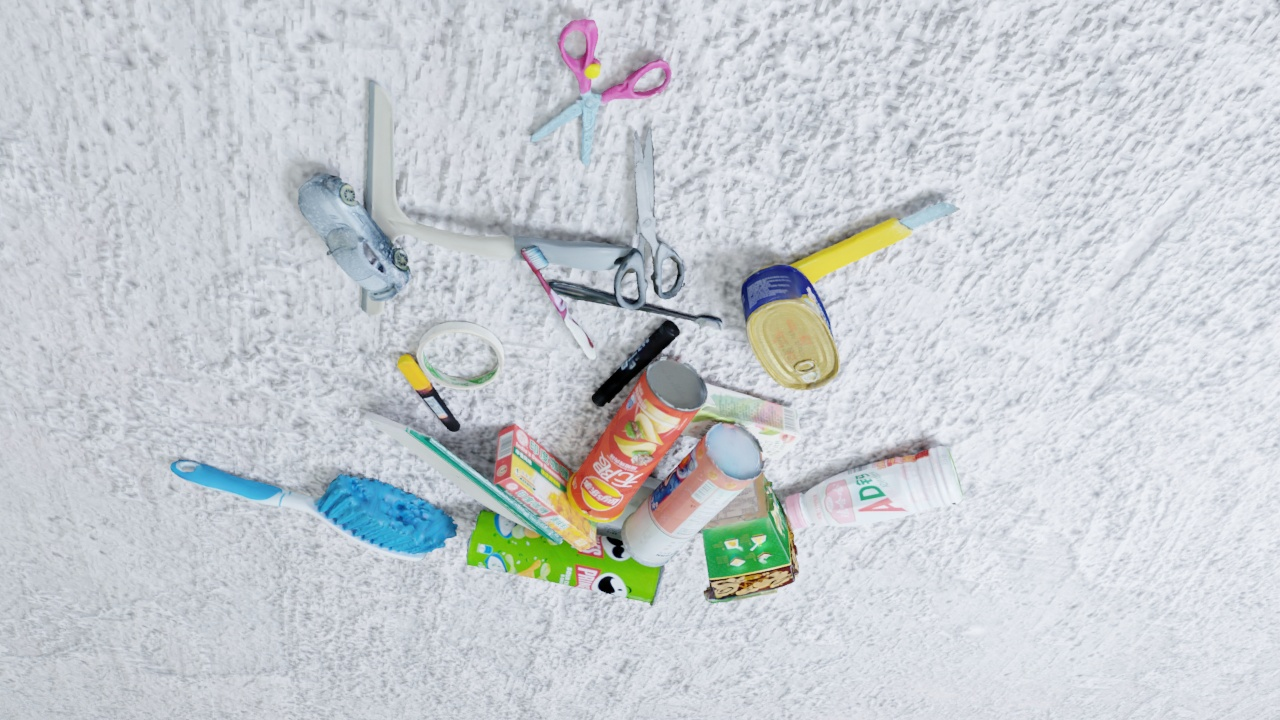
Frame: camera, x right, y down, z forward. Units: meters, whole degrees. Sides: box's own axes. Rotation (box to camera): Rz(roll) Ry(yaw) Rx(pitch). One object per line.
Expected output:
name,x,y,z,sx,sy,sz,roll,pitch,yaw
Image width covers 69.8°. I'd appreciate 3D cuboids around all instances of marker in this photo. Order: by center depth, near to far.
marker,-0.006,0.005,0.940,0.022,0.020,0.132,13,136,-37
marker,-0.222,0.037,0.968,0.018,0.015,0.124,-12,137,12

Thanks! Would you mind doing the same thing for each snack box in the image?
snack box,-0.104,0.145,1.035,0.027,0.076,0.156,-27,130,22
snack box,0.118,0.201,1.085,0.118,0.118,0.106,-14,121,11

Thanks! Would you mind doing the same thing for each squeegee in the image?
squeegee,-0.122,-0.104,0.813,0.246,0.039,0.247,9,134,-11

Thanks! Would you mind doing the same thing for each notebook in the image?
notebook,-0.190,0.126,0.996,0.151,0.012,0.209,12,153,49

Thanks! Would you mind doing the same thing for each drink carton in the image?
drink carton,0.106,0.064,0.982,0.122,0.045,0.054,17,141,-16

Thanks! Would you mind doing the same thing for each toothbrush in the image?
toothbrush,-0.070,-0.051,0.859,0.017,0.016,0.188,-22,146,5
toothbrush,-0.005,-0.051,0.887,0.181,0.018,0.016,13,136,-13

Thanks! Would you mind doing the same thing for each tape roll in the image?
tape roll,-0.181,-0.004,0.928,0.086,0.013,0.086,-1,135,-1

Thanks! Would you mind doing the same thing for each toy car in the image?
toy car,-0.249,-0.105,0.794,0.054,0.036,0.121,-10,124,37

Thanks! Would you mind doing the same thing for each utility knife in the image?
utility knife,0.194,-0.101,0.840,0.197,0.015,0.033,-24,139,23

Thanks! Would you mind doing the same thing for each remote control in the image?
remote control,-0.019,0.185,1.118,0.056,0.019,0.135,18,132,-18

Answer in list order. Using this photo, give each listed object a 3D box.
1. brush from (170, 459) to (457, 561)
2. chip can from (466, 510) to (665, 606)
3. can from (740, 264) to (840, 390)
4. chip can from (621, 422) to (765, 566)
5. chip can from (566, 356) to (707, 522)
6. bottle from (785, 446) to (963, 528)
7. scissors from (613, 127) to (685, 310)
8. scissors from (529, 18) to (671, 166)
brush,-0.374,0.164,1.067,0.314,0.060,0.110,31,130,-25
chip can,-0.090,0.238,1.109,0.236,0.072,0.072,12,134,-1
can,0.143,-0.029,0.875,0.075,0.049,0.148,-18,141,18
chip can,0.053,0.150,0.999,0.071,0.071,0.215,17,140,-18
chip can,-0.007,0.090,0.980,0.073,0.073,0.217,18,134,-19
bottle,0.268,0.156,1.067,0.197,0.068,0.068,-18,133,20
scissors,-0.002,-0.117,0.807,0.141,0.014,0.173,-43,135,7
scissors,-0.031,-0.209,0.730,0.124,0.017,0.134,0,139,-7
